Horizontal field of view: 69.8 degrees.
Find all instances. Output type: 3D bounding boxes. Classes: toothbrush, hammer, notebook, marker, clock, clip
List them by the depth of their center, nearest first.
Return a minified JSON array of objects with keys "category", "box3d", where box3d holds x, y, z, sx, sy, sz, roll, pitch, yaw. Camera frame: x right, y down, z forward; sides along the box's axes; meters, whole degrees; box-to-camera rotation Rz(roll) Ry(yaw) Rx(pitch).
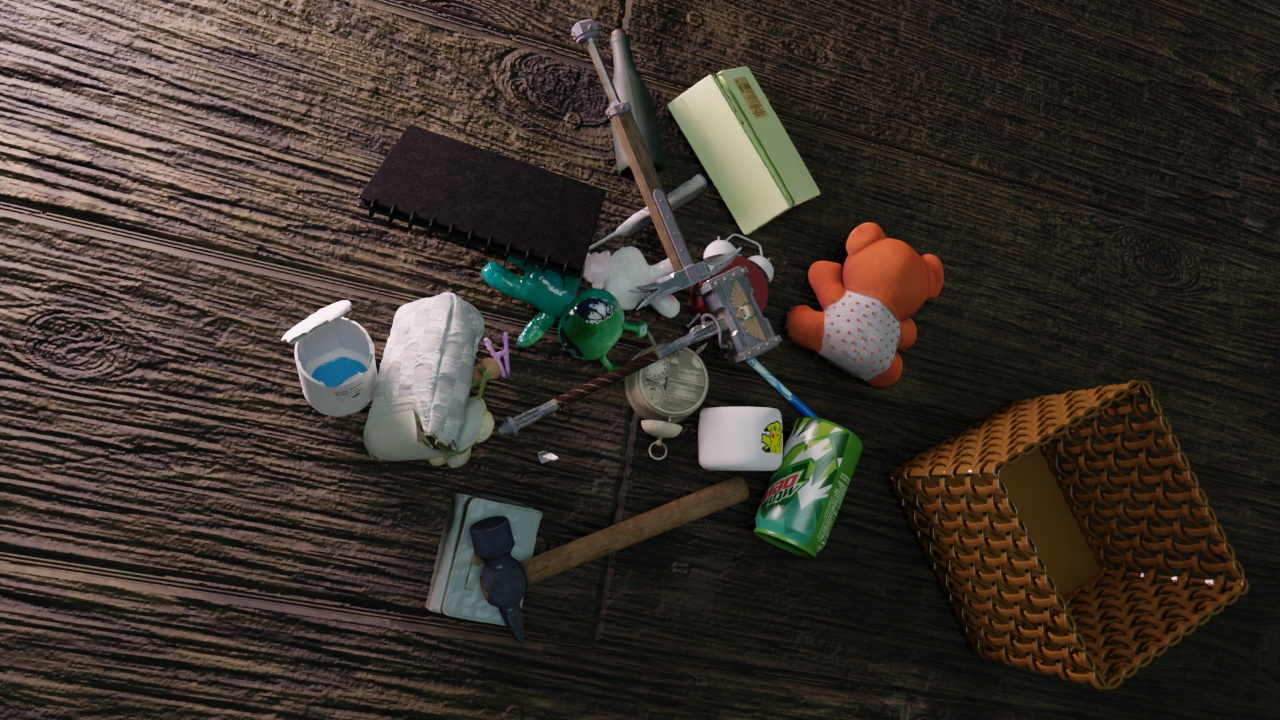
[{"category":"toothbrush","box3d":[-0.092,0.100,0.926,0.010,0.182,0.010,-20,90,-11]},{"category":"notebook","box3d":[-0.160,-0.170,0.973,0.231,0.019,0.168,18,41,-5]},{"category":"hammer","box3d":[-0.005,0.005,0.980,0.321,0.044,0.098,-26,90,-19]},{"category":"hammer","box3d":[-0.018,0.188,0.985,0.321,0.040,0.129,-17,101,-26]},{"category":"clip","box3d":[-0.152,-0.010,1.015,0.050,0.014,0.045,46,71,-1]},{"category":"hammer","box3d":[0.000,-0.229,1.018,0.146,0.028,0.317,-24,93,-24]},{"category":"clock","box3d":[0.030,0.042,1.032,0.093,0.055,0.140,12,77,-12]},{"category":"toothbrush","box3d":[0.000,-0.165,1.072,0.185,0.022,0.024,-33,126,-16]},{"category":"clock","box3d":[0.107,-0.087,1.075,0.087,0.044,0.124,21,77,-10]},{"category":"marker","box3d":[0.169,0.036,1.090,0.142,0.013,0.013,42,74,-5]}]

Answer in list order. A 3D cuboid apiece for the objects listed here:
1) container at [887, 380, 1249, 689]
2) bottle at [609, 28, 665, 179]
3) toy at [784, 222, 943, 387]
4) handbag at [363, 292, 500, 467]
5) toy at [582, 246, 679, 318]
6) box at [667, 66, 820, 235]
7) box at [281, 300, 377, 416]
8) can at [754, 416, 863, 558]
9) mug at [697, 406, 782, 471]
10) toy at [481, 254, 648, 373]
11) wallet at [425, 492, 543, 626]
[{"category":"container","box3d":[0.467,0.188,1.038,0.219,0.214,0.251,-26,89,-17]},{"category":"bottle","box3d":[-0.012,-0.303,1.072,0.055,0.055,0.174,-8,83,-15]},{"category":"toy","box3d":[0.273,-0.067,1.098,0.164,0.093,0.172,29,88,-6]},{"category":"handbag","box3d":[-0.204,0.022,0.948,0.123,0.113,0.171,27,62,-43]},{"category":"toy","box3d":[-0.012,-0.094,1.050,0.125,0.037,0.076,10,83,-10]},{"category":"box","box3d":[0.130,-0.258,1.102,0.133,0.061,0.188,-28,89,-19]},{"category":"box","box3d":[-0.304,-0.006,0.902,0.081,0.160,0.091,-25,78,-22]},{"category":"can","box3d":[0.190,0.143,1.042,0.083,0.083,0.144,27,76,-9]},{"category":"mug","box3d":[0.118,0.090,1.033,0.115,0.094,0.068,10,78,-51]},{"category":"toy","box3d":[-0.082,-0.062,1.015,0.193,0.072,0.131,37,113,-4]},{"category":"wallet","box3d":[-0.163,0.209,0.963,0.100,0.054,0.131,12,84,-11]}]
